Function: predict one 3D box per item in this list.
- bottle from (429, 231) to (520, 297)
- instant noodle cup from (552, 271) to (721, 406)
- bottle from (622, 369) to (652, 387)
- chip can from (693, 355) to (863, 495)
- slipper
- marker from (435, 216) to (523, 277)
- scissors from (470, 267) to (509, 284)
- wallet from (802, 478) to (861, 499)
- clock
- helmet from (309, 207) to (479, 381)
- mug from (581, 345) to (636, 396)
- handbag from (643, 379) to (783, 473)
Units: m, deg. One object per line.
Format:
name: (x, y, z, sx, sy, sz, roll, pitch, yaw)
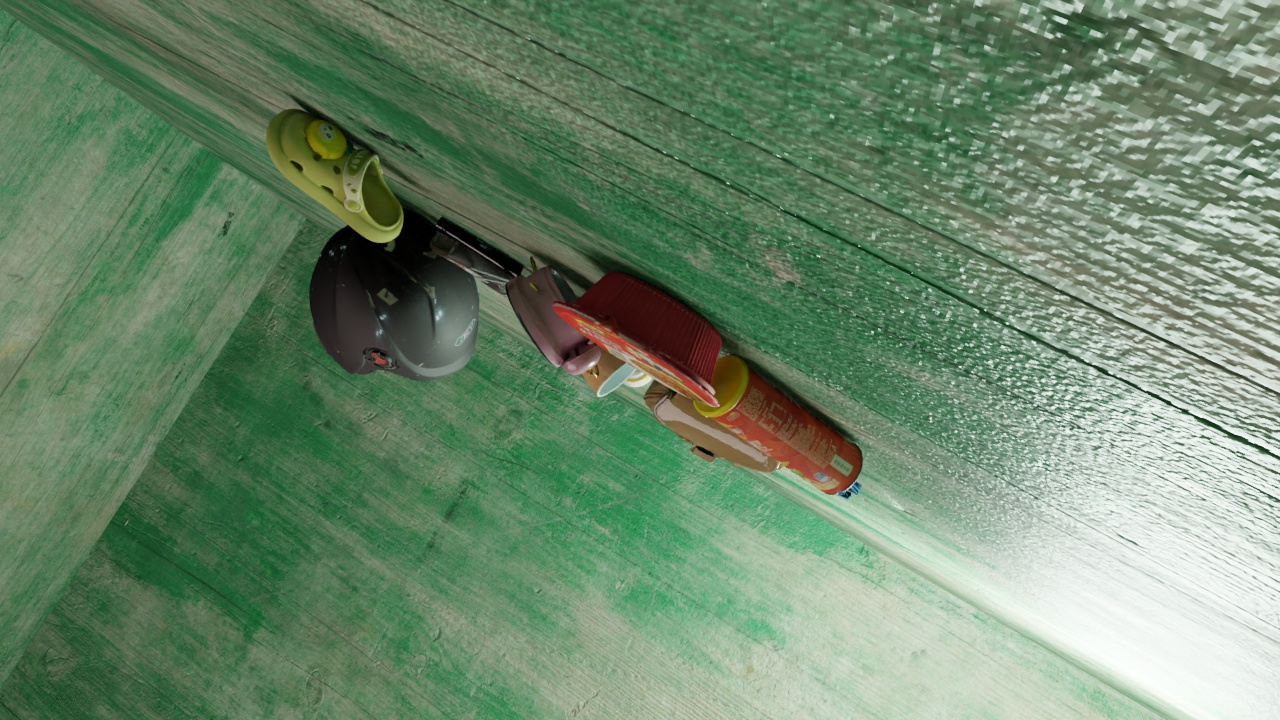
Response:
bottle: (-0.219, -0.129, 1.354, 0.080, 0.044, 0.194, 28, 175, 46)
instant noodle cup: (0.009, -0.028, 0.911, 0.194, 0.066, 0.194, 31, 174, 4)
bottle: (-0.008, 0.008, 1.334, 0.063, 0.063, 0.108, 30, 174, 8)
chip can: (0.156, 0.074, 1.012, 0.216, 0.073, 0.073, 33, 174, -31)
slipper: (-0.335, -0.219, 1.059, 0.082, 0.091, 0.190, -21, 131, 30)
marker: (-0.220, -0.153, 1.255, 0.132, 0.022, 0.020, 31, -151, -2)
scissors: (-0.157, -0.101, 1.266, 0.172, 0.012, 0.163, 19, 175, -41)
wallet: (0.247, 0.149, 1.319, 0.106, 0.040, 0.133, 17, 162, 46)
clock: (-0.095, -0.042, 1.097, 0.158, 0.060, 0.117, 57, -174, -26)
helmet: (-0.362, -0.101, 1.398, 0.274, 0.232, 0.231, 35, 145, -5)
mug: (-0.068, -0.021, 1.253, 0.123, 0.078, 0.078, 48, 179, 14)
handbag: (0.102, 0.077, 1.171, 0.204, 0.099, 0.148, 27, 171, 3)
